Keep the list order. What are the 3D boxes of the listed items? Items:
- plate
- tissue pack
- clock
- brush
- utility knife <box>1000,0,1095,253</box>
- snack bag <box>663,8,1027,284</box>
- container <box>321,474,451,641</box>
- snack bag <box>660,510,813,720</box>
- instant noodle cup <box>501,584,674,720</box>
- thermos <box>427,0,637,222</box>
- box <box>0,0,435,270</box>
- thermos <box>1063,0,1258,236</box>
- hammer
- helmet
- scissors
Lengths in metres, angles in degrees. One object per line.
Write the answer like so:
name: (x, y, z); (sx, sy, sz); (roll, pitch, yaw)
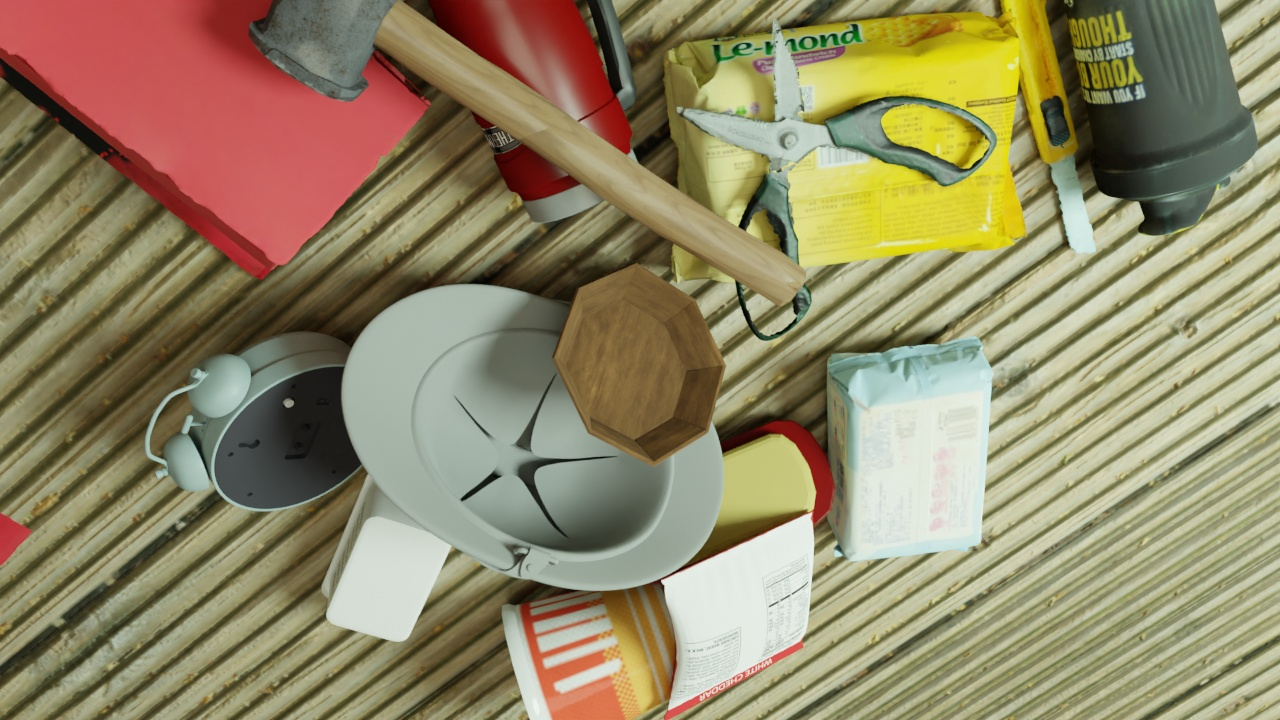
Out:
plate: (-0.003, 0.004, 0.607); (0.131, 0.025, 0.131); (9, 73, -32)
tissue pack: (0.201, 0.074, 0.701); (0.112, 0.070, 0.182); (-8, 117, -3)
clock: (-0.239, 0.040, 0.599); (0.159, 0.045, 0.123); (2, 124, -52)
brush: (0.060, 0.107, 0.691); (0.173, 0.042, 0.082); (-23, 81, 3)
utility knife: (0.284, -0.169, 0.632); (0.030, 0.019, 0.225); (-21, 118, 13)
snack bag: (0.137, -0.135, 0.598); (0.247, 0.068, 0.160); (-8, 114, -4)
container: (-0.189, 0.153, 0.697); (0.080, 0.049, 0.129); (21, 110, -16)
snack bag: (0.073, 0.189, 0.669); (0.130, 0.039, 0.144); (-19, 125, -25)
instant noodle cup: (-0.031, 0.232, 0.720); (0.121, 0.123, 0.123); (-19, 115, -7)
thermos: (-0.063, -0.193, 0.544); (0.107, 0.084, 0.199); (-34, 114, -21)
box: (-0.197, -0.279, 0.618); (0.214, 0.476, 0.172); (41, 127, -21)
thermos: (0.324, -0.198, 0.585); (0.098, 0.098, 0.221); (-25, 109, 4)
hammer: (-0.047, -0.122, 0.499); (0.328, 0.052, 0.098); (32, 111, -14)
helmet: (-0.082, 0.061, 0.632); (0.271, 0.118, 0.183); (23, 66, -23)
scissors: (0.108, -0.097, 0.566); (0.201, 0.015, 0.205); (10, 116, -13)
